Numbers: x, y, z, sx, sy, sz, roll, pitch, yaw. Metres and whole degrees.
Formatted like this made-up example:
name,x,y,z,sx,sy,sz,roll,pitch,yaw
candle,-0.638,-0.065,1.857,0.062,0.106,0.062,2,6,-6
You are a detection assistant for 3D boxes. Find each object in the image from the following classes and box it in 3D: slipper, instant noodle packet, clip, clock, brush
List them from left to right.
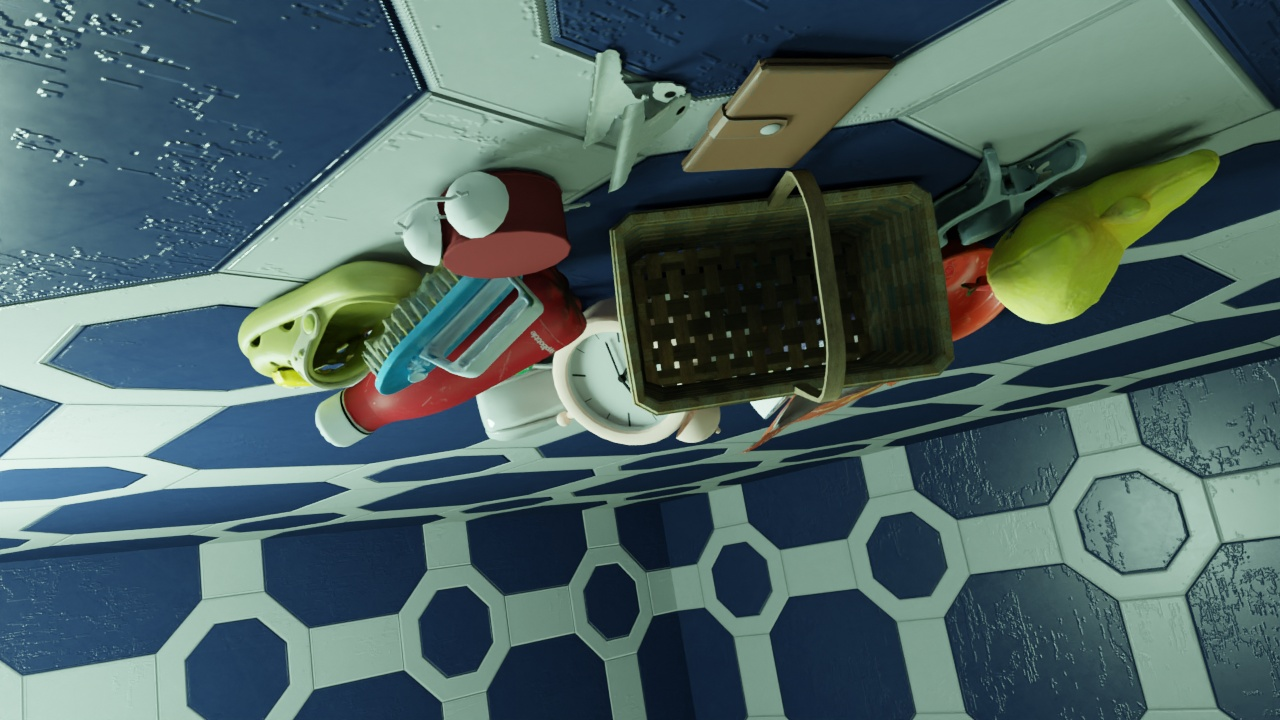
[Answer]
name,x,y,z,sx,sy,sz,roll,pitch,yaw
slipper,-0.239,-0.017,0.724,0.191,0.081,0.091,-23,164,37
brush,-0.142,-0.019,0.674,0.136,0.075,0.055,-44,160,8
clock,-0.097,-0.088,0.592,0.087,0.044,0.124,-21,163,41
clip,-0.005,-0.136,0.506,0.057,0.053,0.102,26,165,0
clock,-0.005,0.005,0.834,0.161,0.131,0.086,7,-149,25
instant noodle packet,0.222,0.044,1.104,0.220,0.084,0.164,-35,172,-11
clip,0.261,-0.125,0.725,0.106,0.027,0.163,-9,166,-11

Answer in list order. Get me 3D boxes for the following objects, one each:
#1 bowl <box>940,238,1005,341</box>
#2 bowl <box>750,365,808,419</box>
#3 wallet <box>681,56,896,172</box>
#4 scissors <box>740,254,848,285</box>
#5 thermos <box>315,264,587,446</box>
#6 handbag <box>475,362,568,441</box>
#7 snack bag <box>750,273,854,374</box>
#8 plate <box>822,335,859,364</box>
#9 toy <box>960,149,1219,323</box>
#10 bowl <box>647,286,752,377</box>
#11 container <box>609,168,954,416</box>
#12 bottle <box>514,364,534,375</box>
name,x,y,z,sx,sy,sz,roll,pitch,yaw
bowl,0.292,-0.072,0.879,0.130,0.045,0.131,-11,141,-9
bowl,0.171,0.012,1.125,0.113,0.063,0.113,-43,169,-11
wallet,0.084,-0.144,0.550,0.087,0.013,0.121,-7,167,-20
scissors,0.150,-0.085,0.839,0.131,0.019,0.149,-14,165,23
thermos,-0.160,0.002,0.746,0.240,0.073,0.073,-29,163,11
handbag,-0.073,0.018,1.018,0.222,0.095,0.216,-17,-178,-10
snack bag,0.146,-0.034,0.891,0.096,0.058,0.206,-8,165,-33
plate,0.259,-0.044,0.969,0.174,0.036,0.174,-11,141,-9
toy,0.368,-0.101,0.753,0.133,0.092,0.208,-21,159,-52
bowl,0.060,-0.033,0.852,0.118,0.118,0.062,-24,-159,48
container,0.107,-0.048,0.677,0.250,0.157,0.186,-8,179,-8
bottle,-0.139,-0.020,0.829,0.043,0.043,0.111,-16,156,26
